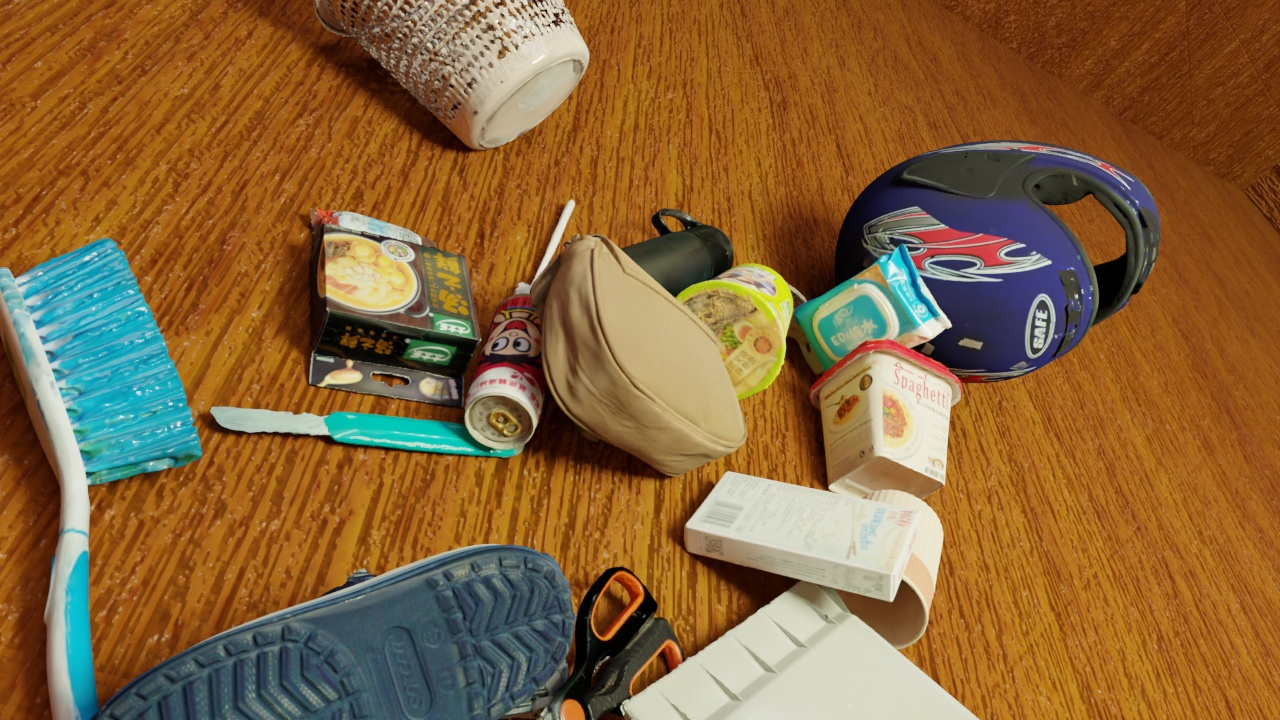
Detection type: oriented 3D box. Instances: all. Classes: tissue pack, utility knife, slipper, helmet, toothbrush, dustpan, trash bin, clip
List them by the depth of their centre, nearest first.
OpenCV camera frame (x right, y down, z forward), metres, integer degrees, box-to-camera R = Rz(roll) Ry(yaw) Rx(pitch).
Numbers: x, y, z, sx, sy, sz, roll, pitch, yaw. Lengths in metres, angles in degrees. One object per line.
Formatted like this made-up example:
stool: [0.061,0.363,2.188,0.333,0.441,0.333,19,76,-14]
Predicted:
slipper: [-0.151,0.160,0.440,0.252,0.095,0.105,-25,91,-29]
dustpan: [0.136,0.298,0.574,0.258,0.143,0.222,31,30,33]
utility knife: [-0.173,0.048,0.621,0.219,0.013,0.029,10,46,-34]
toothbrush: [-0.087,-0.105,0.850,0.016,0.016,0.179,24,39,-6]
trash bin: [-0.162,-0.322,0.882,0.192,0.228,0.226,52,38,1]
tissue pack: [0.220,-0.042,0.884,0.063,0.140,0.090,-24,84,-47]
clip: [0.169,-0.034,0.959,0.100,0.035,0.074,52,39,12]
helmet: [0.361,-0.093,0.961,0.316,0.248,0.239,7,41,27]

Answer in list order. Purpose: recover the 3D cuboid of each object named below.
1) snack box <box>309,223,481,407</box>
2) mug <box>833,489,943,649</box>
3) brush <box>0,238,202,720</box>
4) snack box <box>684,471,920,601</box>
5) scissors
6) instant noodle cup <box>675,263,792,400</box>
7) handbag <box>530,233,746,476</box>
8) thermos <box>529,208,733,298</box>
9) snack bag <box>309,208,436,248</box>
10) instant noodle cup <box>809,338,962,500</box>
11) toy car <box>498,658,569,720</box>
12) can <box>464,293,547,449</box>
snack box: [-0.182,-0.035,0.678,0.113,0.053,0.125,10,39,-30]
mug: [0.178,0.159,0.731,0.115,0.082,0.105,14,30,20]
brush: [-0.287,0.065,0.489,0.109,0.061,0.314,-16,63,-40]
snack box: [0.120,0.127,0.683,0.157,0.027,0.084,9,28,26]
scissors: [-0.046,0.186,0.526,0.234,0.022,0.139,8,56,-54]
instant noodle cup: [0.091,-0.036,0.847,0.111,0.112,0.123,39,30,4]
handbag: [-0.004,0.004,0.698,0.204,0.100,0.147,37,35,-48]
thermos: [-0.006,-0.083,0.845,0.090,0.069,0.241,55,39,5]
snack bag: [-0.211,-0.097,0.735,0.105,0.026,0.045,12,34,-30]
instant noodle cup: [0.224,0.063,0.841,0.116,0.117,0.124,23,51,-17]
toy car: [-0.089,0.184,0.525,0.105,0.031,0.049,7,53,-37]
can: [-0.094,0.006,0.683,0.053,0.053,0.132,25,32,-14]
